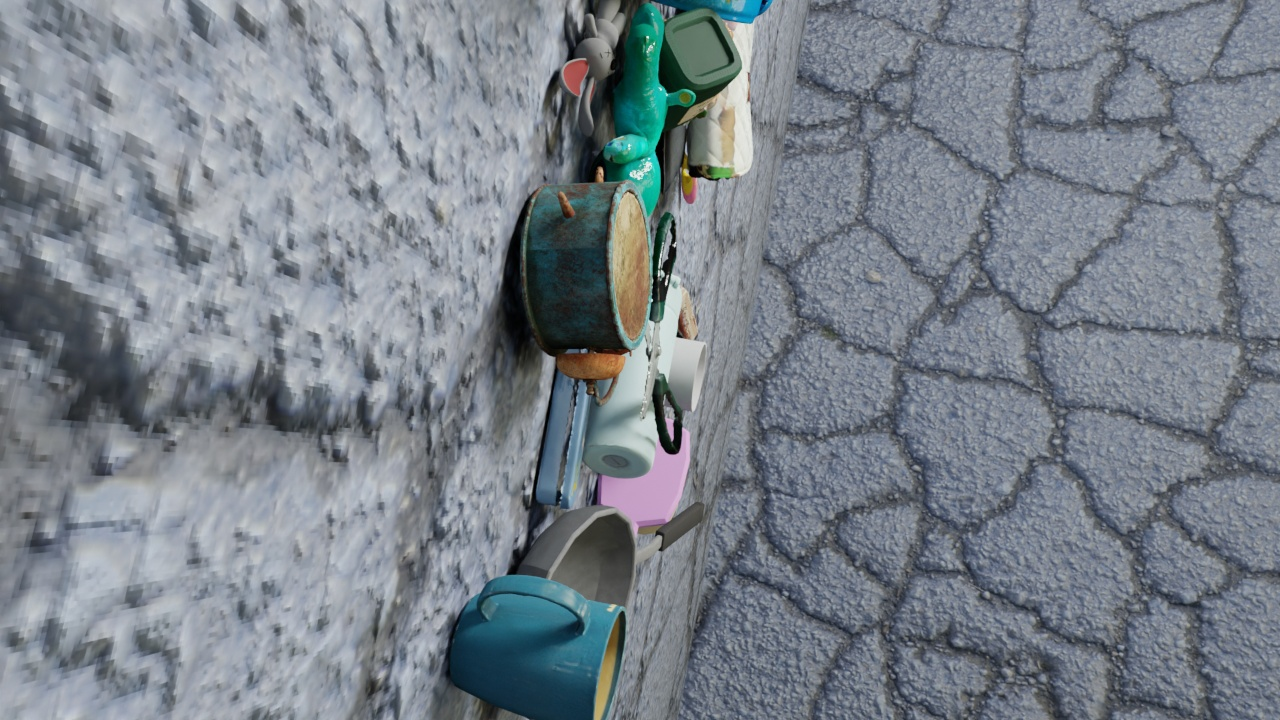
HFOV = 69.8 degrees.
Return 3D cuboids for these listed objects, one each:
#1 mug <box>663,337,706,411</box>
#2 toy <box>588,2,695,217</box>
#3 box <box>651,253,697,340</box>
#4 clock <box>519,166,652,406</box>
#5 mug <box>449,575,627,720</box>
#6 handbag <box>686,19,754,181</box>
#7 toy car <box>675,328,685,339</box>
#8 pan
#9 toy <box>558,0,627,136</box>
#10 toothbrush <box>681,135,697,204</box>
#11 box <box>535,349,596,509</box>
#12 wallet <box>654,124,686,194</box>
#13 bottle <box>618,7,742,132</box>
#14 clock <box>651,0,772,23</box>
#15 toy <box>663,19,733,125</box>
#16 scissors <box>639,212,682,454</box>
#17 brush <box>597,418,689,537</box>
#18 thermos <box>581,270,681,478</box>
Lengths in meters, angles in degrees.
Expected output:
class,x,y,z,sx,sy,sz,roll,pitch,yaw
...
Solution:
class,x,y,z,sx,sy,sz,roll,pitch,yaw
mug,0.019,0.010,0.950,0.107,0.089,0.071,14,86,-80
toy,-0.001,-0.165,0.700,0.130,0.072,0.194,-82,-179,-51
box,0.032,-0.069,1.072,0.048,0.085,0.187,-45,166,-5
clock,-0.038,-0.046,0.632,0.121,0.073,0.158,-58,145,-65
mug,-0.069,0.184,0.606,0.084,0.104,0.112,-67,162,-51
handbag,0.088,-0.301,1.006,0.138,0.072,0.195,-67,157,-69
toy car,0.024,-0.027,1.014,0.092,0.037,0.040,44,51,-37
pan,-0.022,0.188,0.827,0.356,0.041,0.179,-19,120,-61
toy,-0.032,-0.208,0.633,0.049,0.030,0.111,62,38,-51
toothbrush,0.056,-0.234,1.113,0.016,0.021,0.135,-60,161,-20
box,-0.047,0.019,0.757,0.066,0.037,0.209,22,79,-82
wallet,0.027,-0.229,0.943,0.114,0.026,0.089,-67,162,-52
bottle,0.023,-0.226,0.753,0.061,0.061,0.131,63,-25,-1
clock,0.057,-0.323,0.766,0.161,0.117,0.060,-49,155,-64
toy,0.050,-0.277,0.871,0.085,0.074,0.106,-42,136,-87
scissors,0.022,-0.013,0.792,0.202,0.015,0.201,74,23,-52
brush,-0.008,0.165,0.960,0.043,0.089,0.228,90,13,-61
thermos,-0.005,0.005,0.853,0.078,0.065,0.206,-44,-151,52
